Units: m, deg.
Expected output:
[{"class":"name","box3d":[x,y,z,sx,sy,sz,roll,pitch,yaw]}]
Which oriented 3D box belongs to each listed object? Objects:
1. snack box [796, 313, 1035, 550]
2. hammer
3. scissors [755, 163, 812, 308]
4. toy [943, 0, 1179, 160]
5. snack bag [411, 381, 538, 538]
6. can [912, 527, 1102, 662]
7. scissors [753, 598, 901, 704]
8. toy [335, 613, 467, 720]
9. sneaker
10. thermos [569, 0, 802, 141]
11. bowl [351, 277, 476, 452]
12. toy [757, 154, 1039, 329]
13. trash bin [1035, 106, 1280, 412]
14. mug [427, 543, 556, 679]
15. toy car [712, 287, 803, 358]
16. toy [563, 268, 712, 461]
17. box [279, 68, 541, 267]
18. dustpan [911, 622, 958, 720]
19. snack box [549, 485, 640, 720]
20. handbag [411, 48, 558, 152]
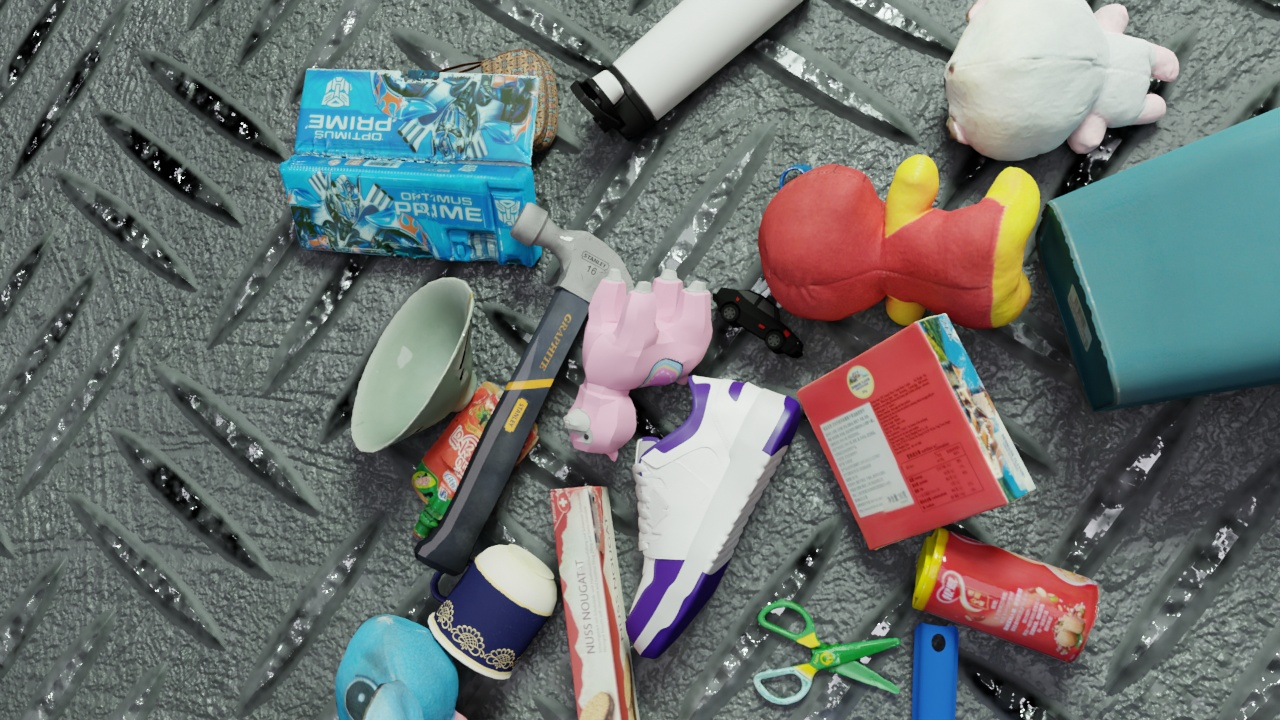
[{"class":"snack box","box3d":[0.204,0.058,0.706,0.040,0.143,0.145,-15,76,-35]},{"class":"hammer","box3d":[-0.108,0.032,0.785,0.139,0.035,0.312,29,81,-15]},{"class":"scissors","box3d":[0.129,-0.110,0.804,0.083,0.016,0.135,37,97,10]},{"class":"toy","box3d":[0.335,-0.227,0.730,0.179,0.101,0.139,5,96,-4]},{"class":"snack bag","box3d":[-0.159,0.099,0.835,0.087,0.044,0.155,42,100,27]},{"class":"can","box3d":[0.276,0.179,0.704,0.124,0.066,0.066,18,87,14]},{"class":"scissors","box3d":[0.151,0.253,0.752,0.132,0.012,0.108,24,90,16]},{"class":"toy","box3d":[-0.180,0.300,0.740,0.098,0.224,0.191,-26,97,-19]},{"class":"sneaker","box3d":[0.031,0.119,0.760,0.111,0.092,0.244,27,88,18]},{"class":"thermos","box3d":[0.046,-0.286,0.798,0.230,0.101,0.068,-39,79,7]},{"class":"bowl","box3d":[-0.185,0.015,0.827,0.175,0.068,0.173,-31,43,33]},{"class":"toy","box3d":[0.191,-0.086,0.719,0.217,0.098,0.148,7,120,26]},{"class":"trash bin","box3d":[0.417,-0.065,0.646,0.219,0.196,0.199,-17,79,17]},{"class":"mug","box3d":[-0.129,0.201,0.790,0.112,0.085,0.089,36,89,27]},{"class":"toy car","box3d":[0.103,-0.035,0.783,0.092,0.042,0.036,33,93,15]},{"class":"toy","box3d":[-0.004,0.004,0.770,0.067,0.123,0.158,28,113,47]},{"class":"box","box3d":[-0.212,-0.177,0.840,0.244,0.060,0.175,6,105,13]},{"class":"dustpan","box3d":[0.225,0.333,0.702,0.246,0.059,0.257,2,93,13]},{"class":"snack box","box3d":[-0.031,0.241,0.764,0.044,0.076,0.272,-9,81,8]},{"class":"handbag","box3d":[-0.174,-0.236,0.874,0.196,0.043,0.093,-4,87,13]}]
